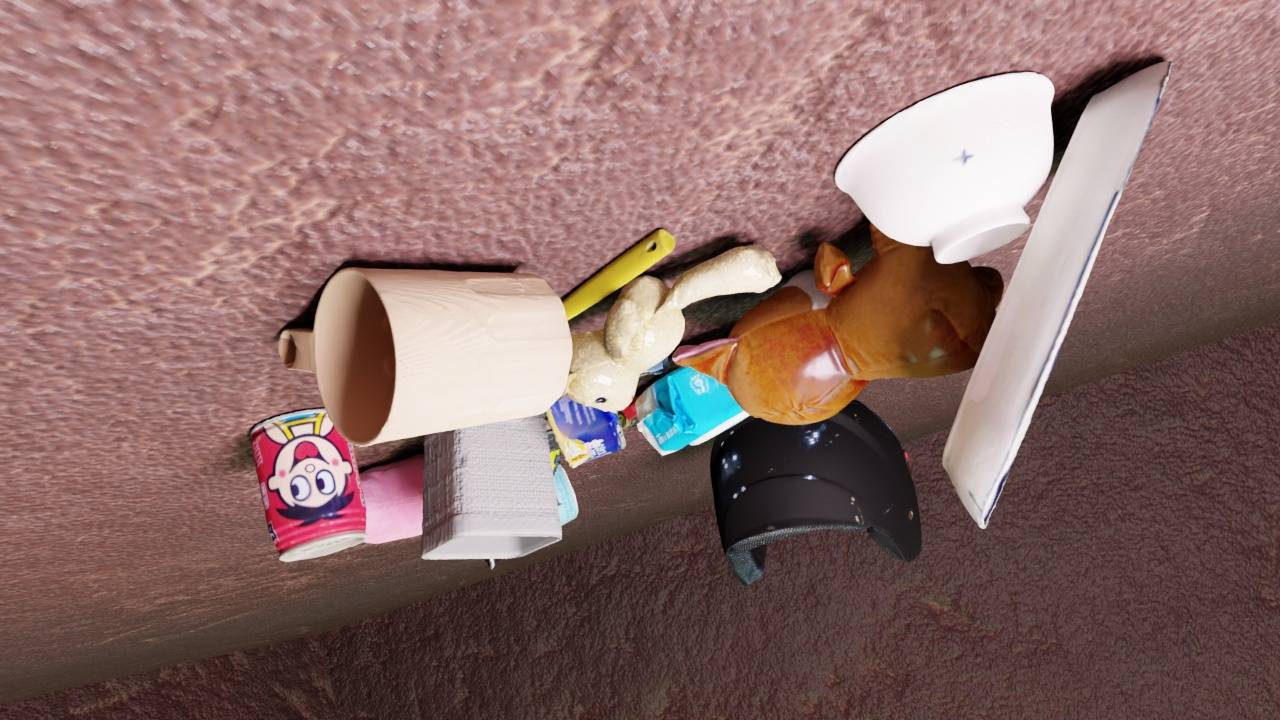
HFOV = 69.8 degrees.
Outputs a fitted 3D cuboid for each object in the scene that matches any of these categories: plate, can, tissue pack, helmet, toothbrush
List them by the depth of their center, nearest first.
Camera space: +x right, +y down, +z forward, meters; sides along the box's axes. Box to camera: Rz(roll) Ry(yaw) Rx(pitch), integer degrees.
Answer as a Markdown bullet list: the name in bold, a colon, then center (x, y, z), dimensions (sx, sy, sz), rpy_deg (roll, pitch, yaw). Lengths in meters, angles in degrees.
- **plate**: center (0.225, -0.036, 0.508), dimensions (0.034, 0.265, 0.162), rpy_deg (22, 178, 23)
- **toothbrush**: center (-0.042, -0.032, 0.569), dimensions (0.016, 0.015, 0.191), rpy_deg (-10, 165, -44)
- **can**: center (-0.232, 0.088, 0.645), dimensions (0.066, 0.093, 0.066), rpy_deg (-16, 167, -4)
- **can**: center (-0.046, 0.042, 0.734), dimensions (0.049, 0.074, 0.148), rpy_deg (-20, 167, -4)
- **tissue pack**: center (0.067, 0.024, 0.767), dimensions (0.139, 0.063, 0.090), rpy_deg (-28, 174, -25)
- **helmet**: center (0.205, 0.142, 1.108), dimensions (0.234, 0.230, 0.274), rpy_deg (-13, 179, 25)

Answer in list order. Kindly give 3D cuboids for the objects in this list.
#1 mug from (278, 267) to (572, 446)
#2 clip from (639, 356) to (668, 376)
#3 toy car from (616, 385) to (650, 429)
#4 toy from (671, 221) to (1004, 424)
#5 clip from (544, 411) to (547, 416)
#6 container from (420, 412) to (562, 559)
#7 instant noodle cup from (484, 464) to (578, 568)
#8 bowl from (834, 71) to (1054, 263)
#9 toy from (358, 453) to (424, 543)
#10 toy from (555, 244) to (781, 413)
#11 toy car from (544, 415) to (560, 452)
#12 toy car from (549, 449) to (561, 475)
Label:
- **mug**: center (-0.113, -0.006, 0.479), dimensions (0.103, 0.084, 0.125), rpy_deg (-6, -173, -44)
- **clip**: center (-0.003, 0.004, 0.741), dimensions (0.057, 0.025, 0.033), rpy_deg (-19, 162, 29)
- **toy car**: center (0.017, 0.039, 0.883), dimensions (0.049, 0.031, 0.107), rpy_deg (-7, 164, -39)
- **toy**: center (0.132, -0.023, 0.619), dimensions (0.200, 0.130, 0.140), rpy_deg (-34, 127, 29)
- **clip**: center (-0.096, 0.044, 0.806), dimensions (0.040, 0.014, 0.056), rpy_deg (-23, 166, 27)
- **container**: center (-0.123, 0.095, 0.737), dimensions (0.090, 0.114, 0.090), rpy_deg (8, 155, -33)
- **instant noodle cup**: center (-0.143, 0.171, 1.087), dimensions (0.120, 0.111, 0.111), rpy_deg (-21, 168, -18)
- **bowl**: center (0.171, -0.091, 0.488), dimensions (0.118, 0.064, 0.118), rpy_deg (-16, 167, -4)
- **toy**: center (-0.229, 0.132, 0.878), dimensions (0.194, 0.074, 0.178), rpy_deg (-13, 177, -2)
- **toy**: center (0.013, -0.023, 0.566), dimensions (0.157, 0.066, 0.105), rpy_deg (-32, -173, 12)
- **toy car**: center (-0.092, 0.073, 0.874), dimensions (0.042, 0.035, 0.090), rpy_deg (-15, 163, -1)
- **toy car**: center (-0.134, 0.115, 0.982), dimensions (0.105, 0.048, 0.032), rpy_deg (-19, 122, 24)
